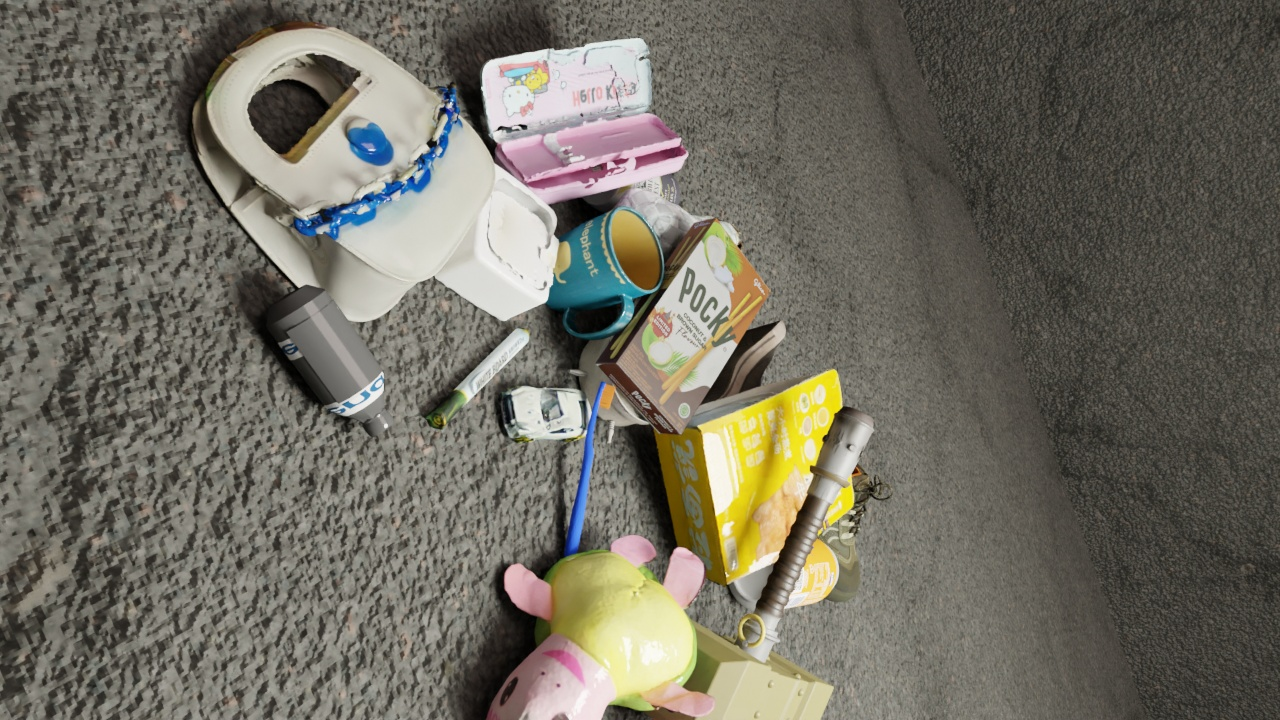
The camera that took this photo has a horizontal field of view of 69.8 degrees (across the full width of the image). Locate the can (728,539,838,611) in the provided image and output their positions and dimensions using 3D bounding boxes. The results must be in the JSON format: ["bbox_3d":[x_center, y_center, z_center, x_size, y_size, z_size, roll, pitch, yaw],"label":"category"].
[{"bbox_3d":[0.163,0.237,1.031,0.142,0.079,0.079,13,64,-54],"label":"can"}]

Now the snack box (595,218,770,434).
[{"bbox_3d":[0.045,-0.034,0.875,0.101,0.032,0.185,49,61,-28],"label":"snack box"}]

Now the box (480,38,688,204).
[{"bbox_3d":[-0.057,-0.228,0.892,0.201,0.073,0.150,-22,87,-36],"label":"box"}]

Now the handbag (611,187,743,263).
[{"bbox_3d":[0.030,-0.101,0.957,0.171,0.113,0.123,13,39,-50],"label":"handbag"}]

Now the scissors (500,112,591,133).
[{"bbox_3d":[-0.093,-0.242,0.945,0.175,0.033,0.078,-2,72,-58],"label":"scissors"}]

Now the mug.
[{"bbox_3d":[-0.043,-0.074,0.851,0.084,0.104,0.112,17,63,-52],"label":"mug"}]

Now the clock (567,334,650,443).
[{"bbox_3d":[-0.005,0.005,0.912,0.156,0.061,0.103,-44,112,-46],"label":"clock"}]

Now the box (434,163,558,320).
[{"bbox_3d":[-0.114,-0.102,0.788,0.102,0.076,0.107,35,50,-42],"label":"box"}]

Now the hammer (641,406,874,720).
[{"bbox_3d":[0.136,0.194,0.848,0.190,0.101,0.324,33,80,-45],"label":"hammer"}]

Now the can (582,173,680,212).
[{"bbox_3d":[-0.014,-0.185,0.985,0.127,0.064,0.064,6,70,-55],"label":"can"}]

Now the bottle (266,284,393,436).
[{"bbox_3d":[-0.207,0.002,0.622,0.112,0.047,0.046,60,34,-19],"label":"bottle"}]

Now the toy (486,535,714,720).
[{"bbox_3d":[-0.027,0.221,0.726,0.190,0.088,0.237,33,39,10],"label":"toy"}]

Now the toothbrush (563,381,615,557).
[{"bbox_3d":[-0.046,0.105,0.809,0.016,0.018,0.182,102,-2,-72],"label":"toothbrush"}]

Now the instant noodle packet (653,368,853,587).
[{"bbox_3d":[0.134,0.112,0.946,0.221,0.084,0.163,-17,101,-32],"label":"instant noodle packet"}]

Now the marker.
[{"bbox_3d":[-0.131,0.011,0.759,0.017,0.017,0.146,60,34,-18],"label":"marker"}]

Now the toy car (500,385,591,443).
[{"bbox_3d":[-0.079,0.047,0.807,0.105,0.033,0.048,5,73,-54],"label":"toy car"}]

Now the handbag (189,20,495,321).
[{"bbox_3d":[-0.208,-0.150,0.662,0.199,0.093,0.200,44,42,-26],"label":"handbag"}]

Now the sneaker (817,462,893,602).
[{"bbox_3d":[0.263,0.178,1.151,0.100,0.143,0.238,-14,87,-58],"label":"sneaker"}]

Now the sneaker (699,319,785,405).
[{"bbox_3d":[0.124,0.042,1.058,0.120,0.095,0.234,62,31,-19],"label":"sneaker"}]
